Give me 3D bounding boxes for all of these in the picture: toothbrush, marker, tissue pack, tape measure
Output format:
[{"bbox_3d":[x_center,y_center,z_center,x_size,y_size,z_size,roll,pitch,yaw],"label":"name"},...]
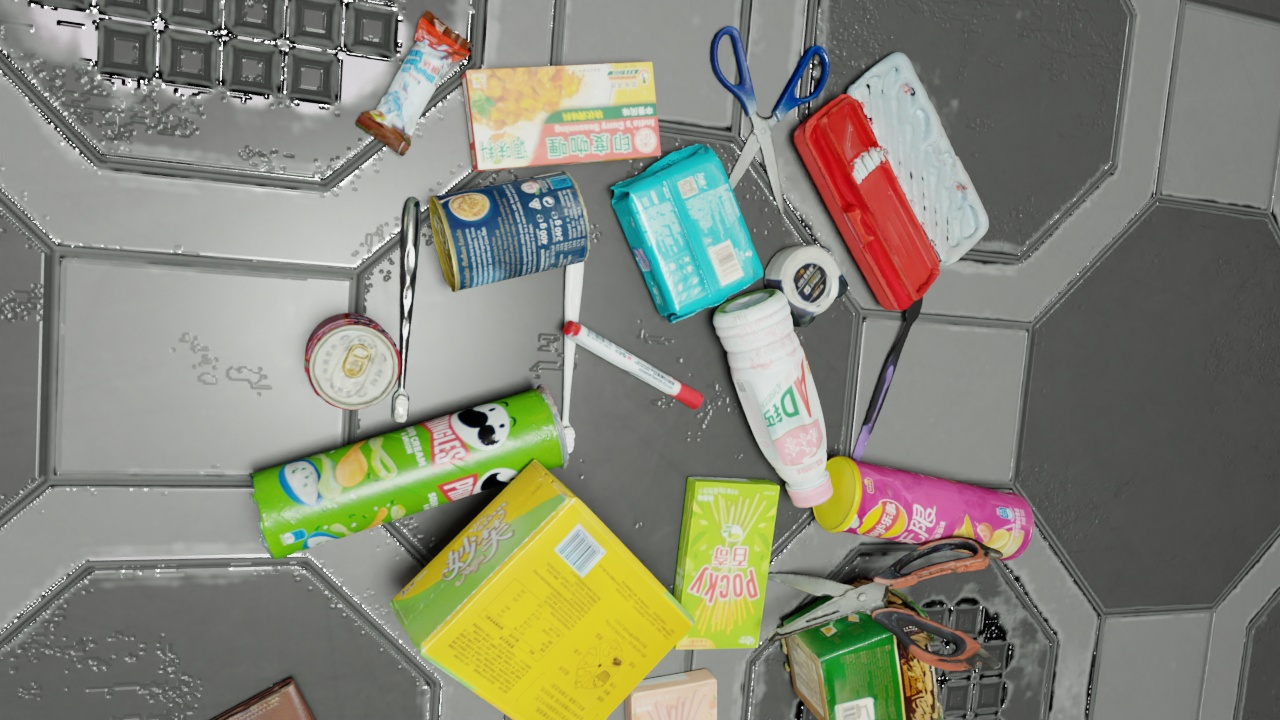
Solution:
[{"bbox_3d":[0.235,0.021,0.888,0.014,0.017,0.189,19,93,-11],"label":"toothbrush"},{"bbox_3d":[-0.186,-0.039,0.729,0.015,0.018,0.181,3,94,-17],"label":"toothbrush"},{"bbox_3d":[-0.005,0.005,0.789,0.145,0.017,0.017,30,86,-26],"label":"marker"},{"bbox_3d":[0.039,-0.108,0.781,0.093,0.050,0.133,-26,104,-13],"label":"tissue pack"},{"bbox_3d":[0.147,-0.072,0.833,0.065,0.033,0.066,-38,109,-14],"label":"tape measure"},{"bbox_3d":[-0.059,-0.010,0.776,0.016,0.016,0.180,1,96,-27],"label":"toothbrush"}]

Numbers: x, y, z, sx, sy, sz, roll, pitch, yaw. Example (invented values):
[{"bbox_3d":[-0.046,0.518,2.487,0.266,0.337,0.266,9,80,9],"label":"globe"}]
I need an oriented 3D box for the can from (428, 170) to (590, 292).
[{"bbox_3d":[-0.102,-0.102,0.719,0.111,0.075,0.075,-15,101,-18],"label":"can"}]

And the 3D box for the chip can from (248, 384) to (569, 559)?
[{"bbox_3d":[-0.177,0.086,0.718,0.235,0.072,0.072,-17,101,-16],"label":"chip can"}]

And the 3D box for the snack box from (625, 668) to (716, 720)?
[{"bbox_3d":[0.029,0.369,0.846,0.084,0.026,0.157,-4,97,-19],"label":"snack box"}]

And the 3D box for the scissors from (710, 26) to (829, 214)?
[{"bbox_3d":[0.111,-0.219,0.814,0.174,0.012,0.162,-41,109,-9],"label":"scissors"}]

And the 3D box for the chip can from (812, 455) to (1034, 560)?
[{"bbox_3d":[0.273,0.144,0.882,0.210,0.071,0.071,13,92,-20],"label":"chip can"}]

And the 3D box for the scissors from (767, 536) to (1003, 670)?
[{"bbox_3d":[0.220,0.210,0.815,0.188,0.226,0.015,-40,128,-34],"label":"scissors"}]

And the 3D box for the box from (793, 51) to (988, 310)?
[{"bbox_3d":[0.237,-0.165,0.853,0.157,0.039,0.201,-42,109,-27],"label":"box"}]

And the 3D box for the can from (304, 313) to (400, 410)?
[{"bbox_3d":[-0.214,0.000,0.681,0.066,0.094,0.066,-2,97,-19],"label":"can"}]

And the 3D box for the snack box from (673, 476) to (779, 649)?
[{"bbox_3d":[0.076,0.186,0.842,0.085,0.026,0.156,6,95,-19],"label":"snack box"}]

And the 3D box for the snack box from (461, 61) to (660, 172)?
[{"bbox_3d":[-0.063,-0.199,0.747,0.155,0.027,0.077,-9,100,-18],"label":"snack box"}]

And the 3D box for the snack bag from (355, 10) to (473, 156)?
[{"bbox_3d":[-0.174,-0.213,0.707,0.048,0.026,0.104,34,84,-8],"label":"snack bag"}]

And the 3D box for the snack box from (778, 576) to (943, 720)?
[{"bbox_3d":[0.200,0.280,0.850,0.105,0.117,0.118,-15,103,-13],"label":"snack box"}]

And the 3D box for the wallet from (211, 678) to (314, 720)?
[{"bbox_3d":[-0.309,0.322,0.721,0.124,0.032,0.101,-27,102,-15],"label":"wallet"}]

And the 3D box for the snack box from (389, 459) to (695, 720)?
[{"bbox_3d":[-0.071,0.203,0.735,0.157,0.070,0.210,-45,129,-10],"label":"snack box"}]

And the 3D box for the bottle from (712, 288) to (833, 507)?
[{"bbox_3d":[0.124,0.037,0.820,0.068,0.068,0.197,-24,105,-15],"label":"bottle"}]
